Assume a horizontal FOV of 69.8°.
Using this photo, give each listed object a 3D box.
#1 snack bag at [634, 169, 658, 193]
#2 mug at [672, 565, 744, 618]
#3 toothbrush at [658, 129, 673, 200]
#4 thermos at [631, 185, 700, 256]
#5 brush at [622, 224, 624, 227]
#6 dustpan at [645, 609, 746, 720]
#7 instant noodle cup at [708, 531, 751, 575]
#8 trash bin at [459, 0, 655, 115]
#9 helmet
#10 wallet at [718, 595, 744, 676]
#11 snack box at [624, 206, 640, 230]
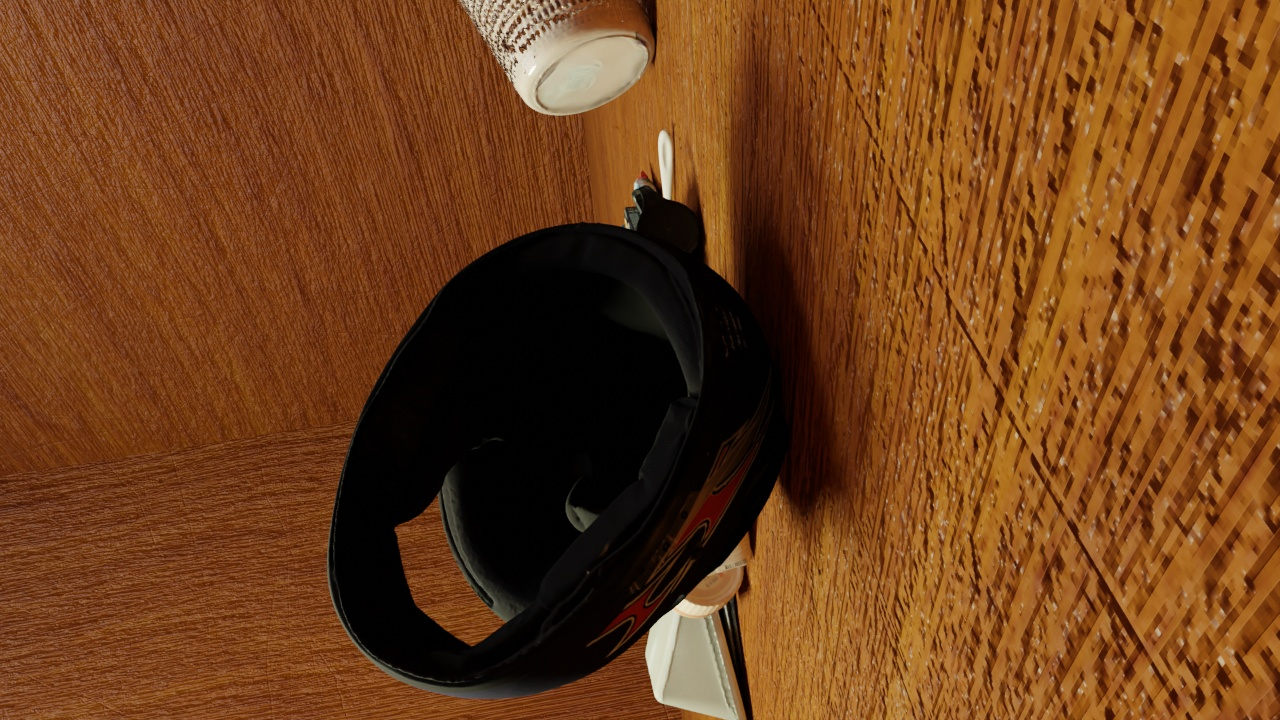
[{"bbox_3d":[0.009,-0.208,1.159,0.105,0.026,0.045,-107,18,-61],"label":"snack bag"},{"bbox_3d":[0.068,0.209,0.962,0.106,0.082,0.114,96,-166,-71],"label":"mug"},{"bbox_3d":[0.030,-0.180,0.993,0.180,0.016,0.016,85,-179,-54],"label":"toothbrush"},{"bbox_3d":[0.016,-0.111,0.947,0.243,0.068,0.090,110,139,-80],"label":"thermos"},{"bbox_3d":[0.008,-0.052,1.423,0.109,0.060,0.314,-74,-27,-85],"label":"brush"},{"bbox_3d":[0.091,0.335,1.135,0.223,0.142,0.257,-174,98,-86],"label":"dustpan"},{"bbox_3d":[0.047,0.132,0.831,0.124,0.117,0.116,68,-173,-45],"label":"instant noodle cup"},{"bbox_3d":[-0.087,-0.379,0.968,0.228,0.227,0.192,95,153,-76],"label":"trash bin"},{"bbox_3d":[-0.043,0.072,0.615,0.315,0.247,0.240,-61,-21,-15],"label":"helmet"},{"bbox_3d":[0.100,0.296,1.079,0.097,0.019,0.121,-110,9,-71],"label":"wallet"},{"bbox_3d":[0.011,-0.126,1.195,0.113,0.053,0.126,-106,13,-62],"label":"snack box"}]
